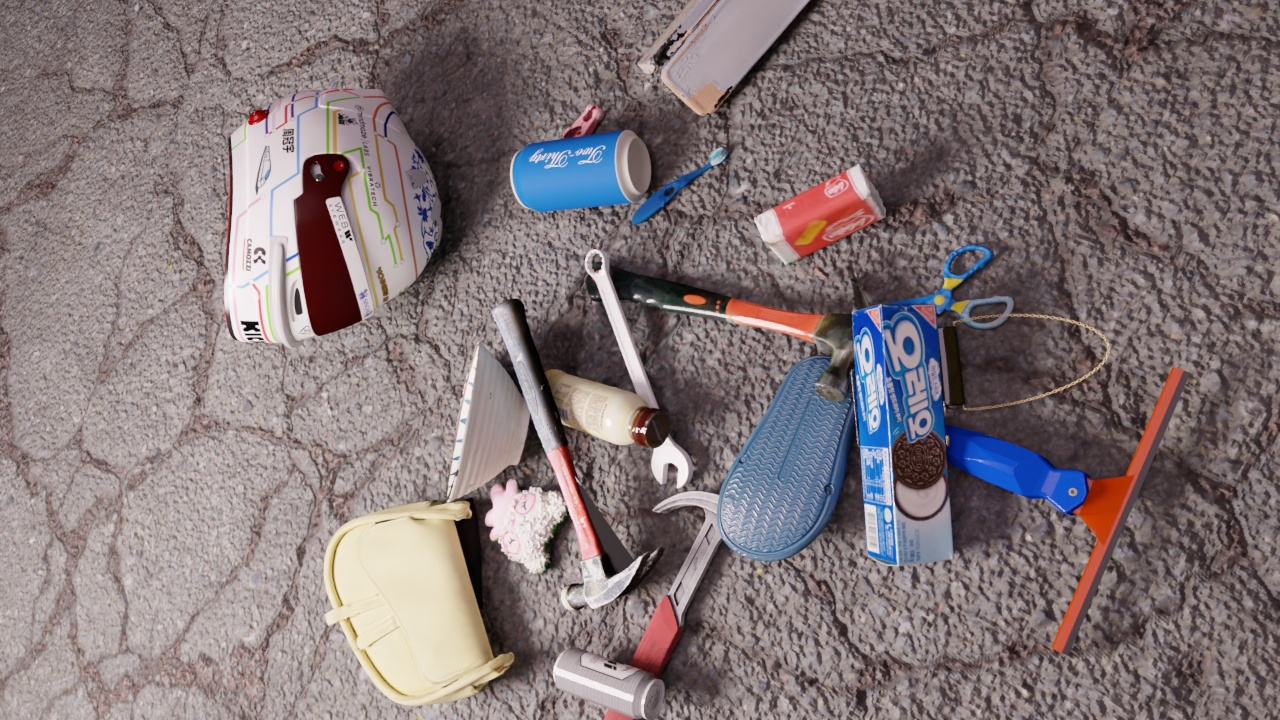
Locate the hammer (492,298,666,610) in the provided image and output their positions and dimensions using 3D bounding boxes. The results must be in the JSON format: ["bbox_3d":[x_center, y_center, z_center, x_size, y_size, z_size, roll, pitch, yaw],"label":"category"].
[{"bbox_3d":[-0.078,0.088,0.935,0.141,0.036,0.326,-28,79,40],"label":"hammer"}]

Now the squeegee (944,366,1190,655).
[{"bbox_3d":[0.321,0.093,0.789,0.185,0.055,0.249,24,92,39],"label":"squeegee"}]

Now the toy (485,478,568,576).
[{"bbox_3d":[-0.133,0.175,1.004,0.109,0.041,0.095,20,89,34],"label":"toy"}]

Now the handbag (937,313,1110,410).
[{"bbox_3d":[0.319,0.000,0.822,0.178,0.027,0.084,-7,84,24],"label":"handbag"}]

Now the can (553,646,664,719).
[{"bbox_3d":[-0.032,0.312,0.887,0.107,0.044,0.044,7,82,32],"label":"can"}]

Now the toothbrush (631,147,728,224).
[{"bbox_3d":[0.041,-0.192,1.012,0.132,0.016,0.021,-35,63,15],"label":"toothbrush"}]

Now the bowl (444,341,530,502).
[{"bbox_3d":[-0.162,0.072,1.005,0.071,0.177,0.177,11,82,-13],"label":"bowl"}]

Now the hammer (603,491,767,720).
[{"bbox_3d":[0.017,0.277,0.911,0.126,0.036,0.315,27,92,31],"label":"hammer"}]

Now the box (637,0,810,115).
[{"bbox_3d":[0.104,-0.378,1.011,0.105,0.096,0.216,41,99,-7],"label":"box"}]

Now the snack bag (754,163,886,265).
[{"bbox_3d":[0.177,-0.141,0.899,0.116,0.077,0.036,-25,66,19],"label":"snack bag"}]

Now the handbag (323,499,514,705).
[{"bbox_3d":[-0.245,0.265,1.003,0.191,0.088,0.232,-32,66,21],"label":"handbag"}]

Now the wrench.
[{"bbox_3d":[-0.006,0.006,0.969,0.047,0.009,0.273,-30,74,38],"label":"wrench"}]

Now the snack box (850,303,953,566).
[{"bbox_3d":[0.229,0.064,0.807,0.059,0.059,0.226,-3,87,-13],"label":"snack box"}]

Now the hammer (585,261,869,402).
[{"bbox_3d":[0.078,-0.056,0.943,0.334,0.033,0.132,15,68,32],"label":"hammer"}]

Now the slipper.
[{"bbox_3d":[0.151,0.094,0.871,0.104,0.059,0.213,20,73,27],"label":"slipper"}]

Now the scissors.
[{"bbox_3d":[0.287,-0.047,0.863,0.132,0.019,0.105,-42,62,16],"label":"scissors"}]

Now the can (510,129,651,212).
[{"bbox_3d":[-0.067,-0.212,1.034,0.146,0.079,0.079,-1,78,26],"label":"can"}]

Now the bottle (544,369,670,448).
[{"bbox_3d":[-0.042,0.052,0.959,0.162,0.056,0.056,15,85,39],"label":"bottle"}]

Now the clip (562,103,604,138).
[{"bbox_3d":[-0.063,-0.273,1.080,0.037,0.022,0.058,38,95,31],"label":"clip"}]

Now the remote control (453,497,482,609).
[{"bbox_3d":[-0.199,0.220,1.040,0.039,0.010,0.124,-17,72,22],"label":"remote control"}]

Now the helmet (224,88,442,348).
[{"bbox_3d":[-0.355,-0.169,1.081,0.236,0.231,0.314,-4,66,-11],"label":"helmet"}]
